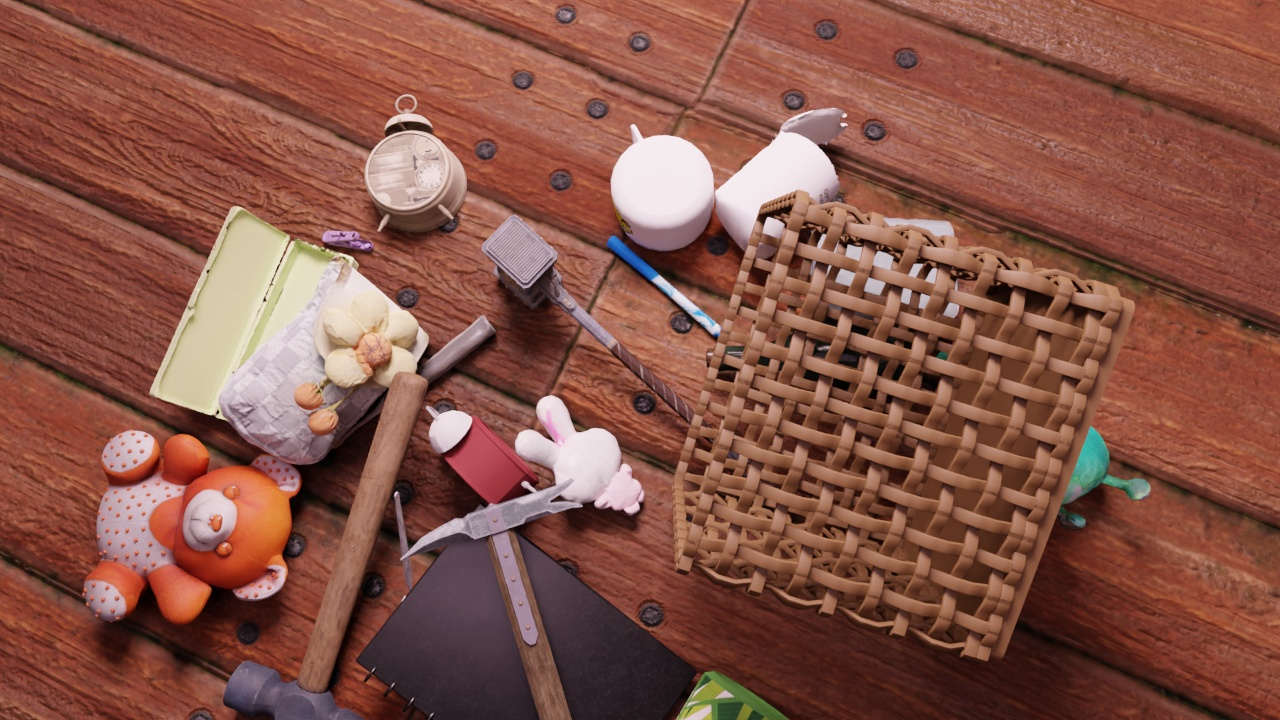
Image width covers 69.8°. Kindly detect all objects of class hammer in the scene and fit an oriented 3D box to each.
[{"bbox_3d":[-0.240,0.164,0.773,0.129,0.040,0.322,19,92,5],"label":"hammer"},{"bbox_3d":[-0.078,0.268,0.733,0.147,0.028,0.317,-17,88,-10],"label":"hammer"},{"bbox_3d":[-0.005,0.004,0.813,0.322,0.098,0.044,42,83,4],"label":"hammer"}]

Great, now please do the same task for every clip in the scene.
[{"bbox_3d":[-0.280,-0.115,0.888,0.051,0.045,0.014,-2,70,48],"label":"clip"}]

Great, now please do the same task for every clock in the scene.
[{"bbox_3d":[-0.221,-0.193,0.881,0.093,0.054,0.140,-9,78,2],"label":"clock"},{"bbox_3d":[-0.138,0.083,0.792,0.124,0.087,0.044,44,82,2],"label":"clock"}]

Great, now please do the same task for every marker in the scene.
[{"bbox_3d":[0.023,-0.068,0.855,0.142,0.013,0.013,42,83,12],"label":"marker"}]

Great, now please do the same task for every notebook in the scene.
[{"bbox_3d":[-0.095,0.256,0.760,0.231,0.019,0.169,38,82,-1],"label":"notebook"}]

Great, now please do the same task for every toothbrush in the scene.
[{"bbox_3d":[-0.212,0.024,0.847,0.185,0.022,0.024,-39,43,-4],"label":"toothbrush"},{"bbox_3d":[-0.194,0.163,0.743,0.010,0.182,0.010,14,44,7],"label":"toothbrush"}]

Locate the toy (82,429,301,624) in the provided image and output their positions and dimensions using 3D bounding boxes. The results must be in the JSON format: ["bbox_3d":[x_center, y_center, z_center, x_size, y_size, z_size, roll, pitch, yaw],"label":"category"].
[{"bbox_3d":[-0.388,0.144,0.795,0.172,0.093,0.163,0,75,3],"label":"toy"}]

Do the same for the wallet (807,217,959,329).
[{"bbox_3d":[0.216,-0.077,0.823,0.132,0.054,0.100,2,79,2],"label":"wallet"}]

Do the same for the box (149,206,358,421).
[{"bbox_3d":[-0.355,-0.032,0.852,0.133,0.061,0.188,24,78,-30],"label":"box"}]

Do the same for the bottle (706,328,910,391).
[{"bbox_3d":[0.145,-0.001,0.809,0.174,0.055,0.055,1,77,5],"label":"bottle"}]

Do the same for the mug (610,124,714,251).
[{"bbox_3d":[0.016,-0.163,0.849,0.094,0.068,0.115,-24,76,-2],"label":"mug"}]

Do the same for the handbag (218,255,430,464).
[{"bbox_3d":[-0.272,0.012,0.794,0.171,0.123,0.112,-50,121,-10],"label":"handbag"}]

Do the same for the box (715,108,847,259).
[{"bbox_3d":[0.137,-0.171,0.838,0.159,0.081,0.091,-41,69,-7],"label":"box"}]

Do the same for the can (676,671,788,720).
[{"bbox_3d":[0.051,0.328,0.722,0.083,0.083,0.144,31,81,10],"label":"can"}]

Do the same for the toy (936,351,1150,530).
[{"bbox_3d":[0.330,0.055,0.778,0.130,0.072,0.193,-31,67,-3],"label":"toy"}]

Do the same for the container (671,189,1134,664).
[{"bbox_3d":[0.163,0.035,0.668,0.214,0.219,0.252,17,97,-1],"label":"container"}]

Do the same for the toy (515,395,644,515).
[{"bbox_3d":[-0.050,0.090,0.803,0.125,0.037,0.075,38,51,-8],"label":"toy"}]
